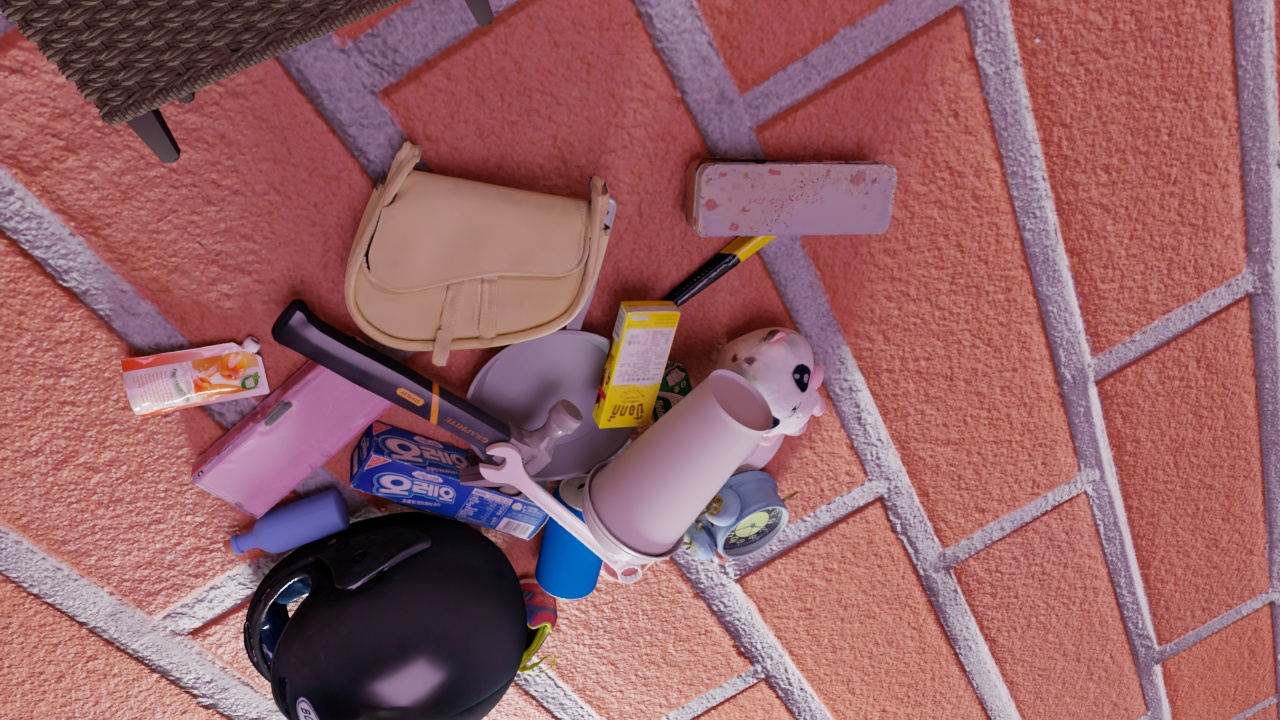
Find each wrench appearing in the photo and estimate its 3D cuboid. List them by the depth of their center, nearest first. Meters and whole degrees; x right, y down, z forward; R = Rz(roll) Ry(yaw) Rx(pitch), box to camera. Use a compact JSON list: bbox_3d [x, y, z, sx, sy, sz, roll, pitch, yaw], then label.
[{"bbox_3d":[-0.082,0.177,1.028,0.047,0.009,0.273,-35,124,12],"label":"wrench"}]

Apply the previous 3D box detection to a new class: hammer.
[{"bbox_3d":[-0.218,0.031,0.924,0.312,0.035,0.139,35,110,-30],"label":"hammer"}]

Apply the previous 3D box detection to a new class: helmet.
[{"bbox_3d":[-0.281,0.308,0.999,0.316,0.235,0.249,-14,116,-5],"label":"helmet"}]

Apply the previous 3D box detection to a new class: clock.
[{"bbox_3d":[0.116,0.198,1.156,0.161,0.060,0.118,-5,133,-31],"label":"clock"}]

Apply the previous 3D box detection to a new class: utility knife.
[{"bbox_3d":[0.060,-0.084,0.986,0.213,0.028,0.020,-36,120,10],"label":"utility knife"}]

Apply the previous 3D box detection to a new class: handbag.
[{"bbox_3d":[-0.150,-0.093,0.845,0.233,0.088,0.191,8,114,-4],"label":"handbag"}]

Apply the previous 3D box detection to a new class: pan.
[{"bbox_3d":[-0.077,-0.017,0.971,0.200,0.050,0.357,3,122,-20],"label":"pan"}]

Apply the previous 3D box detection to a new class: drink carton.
[{"bbox_3d":[-0.430,0.016,0.895,0.122,0.039,0.069,-11,126,-18],"label":"drink carton"}]

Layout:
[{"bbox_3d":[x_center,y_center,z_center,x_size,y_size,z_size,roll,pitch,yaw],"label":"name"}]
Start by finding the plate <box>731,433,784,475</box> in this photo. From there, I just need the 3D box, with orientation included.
[{"bbox_3d":[0.108,0.100,1.132,0.157,0.014,0.157,-9,125,-13],"label":"plate"}]

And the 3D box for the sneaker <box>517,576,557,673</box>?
[{"bbox_3d":[-0.191,0.386,1.182,0.116,0.091,0.242,24,114,-32],"label":"sneaker"}]

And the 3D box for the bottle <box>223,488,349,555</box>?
[{"bbox_3d":[-0.391,0.184,1.008,0.131,0.048,0.048,-19,126,-5],"label":"bottle"}]

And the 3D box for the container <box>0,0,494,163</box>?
[{"bbox_3d":[-0.272,-0.302,0.645,0.321,0.176,0.205,-24,130,-1],"label":"container"}]

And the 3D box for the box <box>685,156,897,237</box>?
[{"bbox_3d":[0.152,-0.167,0.932,0.216,0.063,0.081,-3,101,-16],"label":"box"}]

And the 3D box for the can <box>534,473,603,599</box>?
[{"bbox_3d":[-0.078,0.215,1.110,0.079,0.079,0.146,3,122,-20],"label":"can"}]

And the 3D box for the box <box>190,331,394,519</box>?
[{"bbox_3d":[-0.352,0.070,0.951,0.233,0.037,0.098,-38,125,9],"label":"box"}]

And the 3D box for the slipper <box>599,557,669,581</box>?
[{"bbox_3d":[0.004,0.214,1.132,0.093,0.081,0.198,22,118,-19],"label":"slipper"}]

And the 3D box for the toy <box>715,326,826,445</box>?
[{"bbox_3d":[0.154,0.037,1.057,0.179,0.101,0.139,34,97,-41],"label":"toy"}]

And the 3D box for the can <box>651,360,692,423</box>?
[{"bbox_3d":[0.037,0.050,1.050,0.053,0.053,0.101,-19,123,-5],"label":"can"}]

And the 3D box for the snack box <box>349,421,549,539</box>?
[{"bbox_3d":[-0.209,0.138,1.031,0.226,0.059,0.059,23,117,-29],"label":"snack box"}]

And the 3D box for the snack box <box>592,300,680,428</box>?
[{"bbox_3d":[-0.006,0.006,0.973,0.061,0.025,0.149,-1,125,-25],"label":"snack box"}]

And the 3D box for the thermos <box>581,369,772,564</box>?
[{"bbox_3d":[0.041,0.112,0.988,0.131,0.131,0.222,21,126,-28],"label":"thermos"}]
